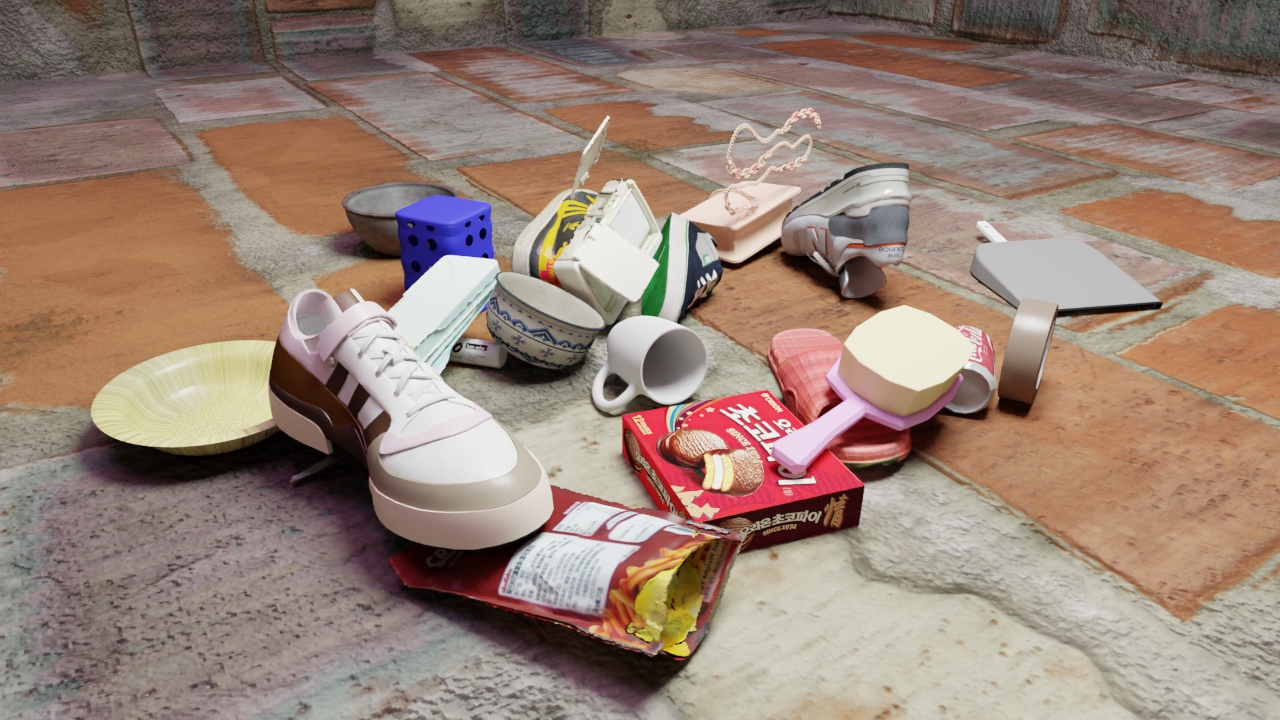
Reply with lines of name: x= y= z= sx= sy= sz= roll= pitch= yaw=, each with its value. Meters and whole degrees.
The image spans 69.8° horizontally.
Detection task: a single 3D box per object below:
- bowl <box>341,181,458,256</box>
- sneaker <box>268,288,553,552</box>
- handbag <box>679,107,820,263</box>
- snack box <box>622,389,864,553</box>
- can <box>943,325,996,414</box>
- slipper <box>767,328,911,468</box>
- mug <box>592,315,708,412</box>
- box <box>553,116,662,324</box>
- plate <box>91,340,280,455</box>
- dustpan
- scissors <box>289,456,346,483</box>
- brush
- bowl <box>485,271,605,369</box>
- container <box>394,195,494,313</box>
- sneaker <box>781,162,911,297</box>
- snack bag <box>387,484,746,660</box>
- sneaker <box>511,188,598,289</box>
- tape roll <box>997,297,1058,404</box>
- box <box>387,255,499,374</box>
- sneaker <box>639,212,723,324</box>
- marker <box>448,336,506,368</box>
bowl: x=-0.305 y=-0.179 z=1.183 sx=0.145 sy=0.067 sz=0.144 roll=0 pitch=27 yaw=0
sneaker: x=-0.171 y=0.025 z=0.661 sx=0.111 sy=0.117 sz=0.294 roll=-22 pitch=36 yaw=-39
handbag: x=0.126 y=-0.237 z=1.170 sx=0.117 sy=0.187 sz=0.198 roll=22 pitch=41 yaw=36
snack box: x=0.073 y=0.083 z=0.713 sx=0.132 sy=0.036 sz=0.152 roll=-9 pitch=29 yaw=-18
can: x=0.299 y=0.006 z=0.849 sx=0.054 sy=0.054 sz=0.096 roll=9 pitch=28 yaw=16
slipper: x=0.175 y=0.015 z=0.825 sx=0.103 sy=0.059 sz=0.248 roll=-2 pitch=26 yaw=-4
mug: x=-0.005 y=0.005 z=0.847 sx=0.107 sy=0.071 sz=0.089 roll=-41 pitch=32 yaw=-14
box: x=-0.032 y=-0.141 z=0.946 sx=0.081 sy=0.182 sz=0.143 roll=5 pitch=54 yaw=34
plate: x=-0.363 y=0.039 z=0.790 sx=0.184 sy=0.036 sz=0.184 roll=1 pitch=27 yaw=-1
dustpan: x=0.485 y=-0.120 z=1.130 sx=0.163 sy=0.033 sz=0.257 roll=-5 pitch=37 yaw=-10
scissors: x=-0.219 y=0.066 z=0.762 sx=0.135 sy=0.019 sz=0.130 roll=-4 pitch=28 yaw=-4
brush: x=0.183 y=0.022 z=0.731 sx=0.089 sy=0.043 sz=0.228 roll=37 pitch=44 yaw=27
bowl: x=-0.098 y=-0.033 z=0.888 sx=0.115 sy=0.059 sz=0.115 roll=25 pitch=15 yaw=-8
container: x=-0.212 y=-0.113 z=1.006 sx=0.085 sy=0.114 sz=0.084 roll=13 pitch=30 yaw=23
sneaker: x=0.237 y=-0.132 z=1.072 sx=0.088 sy=0.124 sz=0.240 roll=-3 pitch=-13 yaw=-17
snack bag: x=-0.048 y=0.124 z=0.606 sx=0.208 sy=0.067 sz=0.138 roll=10 pitch=29 yaw=31
sneaker: x=-0.053 y=-0.148 z=1.105 sx=0.122 sy=0.086 sz=0.237 roll=4 pitch=31 yaw=20
tape roll: x=0.352 y=-0.009 z=0.834 sx=0.030 sy=0.094 sz=0.093 roll=15 pitch=31 yaw=26
box: x=-0.199 y=-0.034 z=0.855 sx=0.086 sy=0.072 sz=0.198 roll=-26 pitch=22 yaw=35
sneaker: x=0.053 y=-0.091 z=1.017 sx=0.079 sy=0.084 sz=0.234 roll=24 pitch=30 yaw=-7
marker: x=-0.194 y=-0.013 z=0.909 sx=0.126 sy=0.025 sz=0.025 roll=8 pitch=28 yaw=15
